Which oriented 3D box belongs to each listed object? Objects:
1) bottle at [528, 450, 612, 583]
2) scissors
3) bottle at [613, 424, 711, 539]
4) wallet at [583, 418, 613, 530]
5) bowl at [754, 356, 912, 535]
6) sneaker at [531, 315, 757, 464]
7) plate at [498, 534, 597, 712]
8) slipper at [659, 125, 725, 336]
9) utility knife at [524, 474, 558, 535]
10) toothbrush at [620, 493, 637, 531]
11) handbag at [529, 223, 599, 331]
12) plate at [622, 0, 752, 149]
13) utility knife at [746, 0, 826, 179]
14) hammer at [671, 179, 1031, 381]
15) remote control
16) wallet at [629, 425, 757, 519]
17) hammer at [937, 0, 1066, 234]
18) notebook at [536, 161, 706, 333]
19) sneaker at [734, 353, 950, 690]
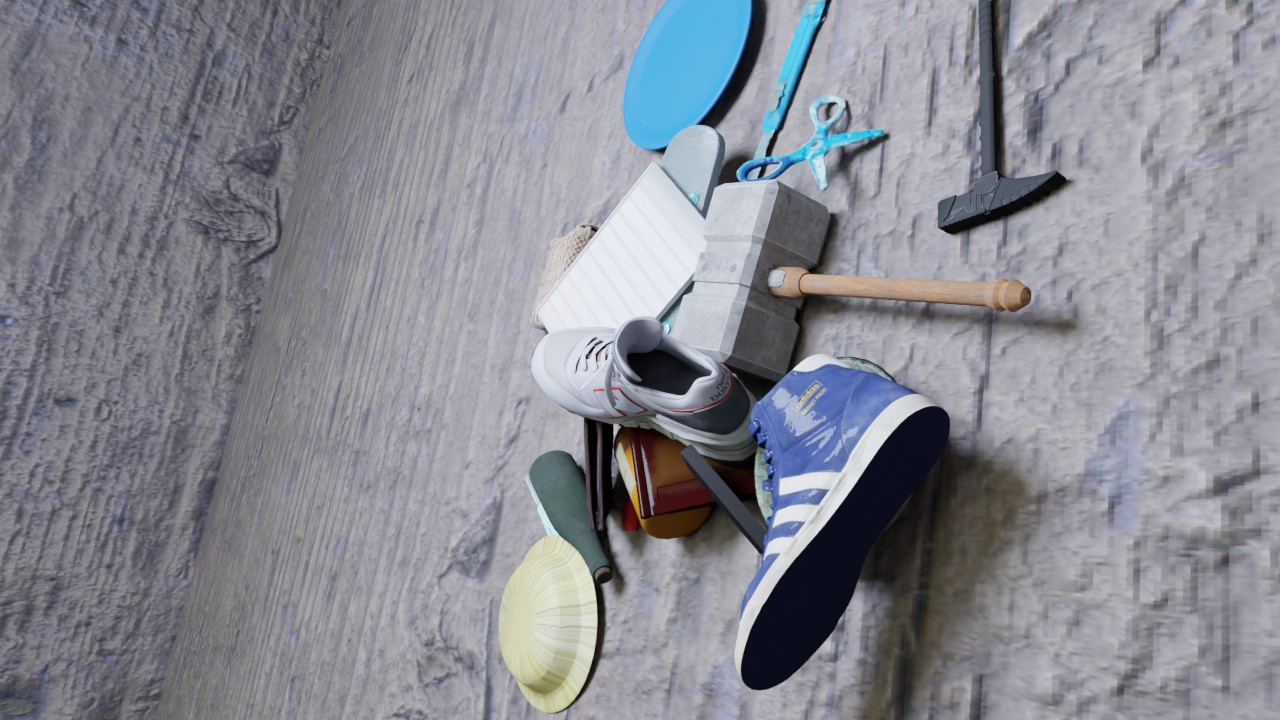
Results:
[{"bbox_3d":[-0.068,0.168,0.972,0.055,0.055,0.174,-58,38,19],"label":"bottle"},{"bbox_3d":[0.149,-0.192,0.826,0.140,0.011,0.133,-17,46,19],"label":"scissors"},{"bbox_3d":[0.011,0.092,0.884,0.068,0.067,0.156,-53,38,25],"label":"bottle"},{"bbox_3d":[-0.041,0.101,0.922,0.099,0.031,0.120,-62,-29,-84],"label":"wallet"},{"bbox_3d":[0.157,0.078,0.711,0.158,0.038,0.157,-29,53,45],"label":"bowl"},{"bbox_3d":[-0.005,0.005,0.792,0.240,0.124,0.088,19,67,23],"label":"sneaker"},{"bbox_3d":[-0.113,0.279,0.982,0.185,0.036,0.184,-21,64,51],"label":"plate"},{"bbox_3d":[0.040,-0.105,0.933,0.098,0.054,0.268,1,78,38],"label":"slipper"},{"bbox_3d":[-0.108,0.180,1.062,0.022,0.015,0.166,-67,31,19],"label":"utility knife"},{"bbox_3d":[-0.006,0.074,0.966,0.018,0.012,0.212,-21,58,49],"label":"toothbrush"},{"bbox_3d":[-0.089,-0.095,1.100,0.186,0.047,0.124,-173,101,-76],"label":"handbag"},{"bbox_3d":[0.056,-0.347,1.063,0.225,0.024,0.224,-29,53,45],"label":"plate"},{"bbox_3d":[0.142,-0.265,0.916,0.031,0.015,0.221,22,95,60],"label":"utility knife"},{"bbox_3d":[0.164,-0.059,0.726,0.318,0.082,0.162,11,84,56],"label":"hammer"},{"bbox_3d":[0.084,0.129,0.749,0.013,0.034,0.150,-37,61,-7],"label":"remote control"},{"bbox_3d":[0.051,0.087,0.812,0.116,0.018,0.091,-12,56,5],"label":"wallet"},{"bbox_3d":[0.278,-0.260,0.722,0.095,0.015,0.324,-18,60,50],"label":"hammer"},{"bbox_3d":[-0.018,-0.083,0.936,0.210,0.009,0.142,-49,50,20],"label":"notebook"},{"bbox_3d":[0.105,0.102,0.654,0.118,0.091,0.233,43,109,49],"label":"sneaker"}]
